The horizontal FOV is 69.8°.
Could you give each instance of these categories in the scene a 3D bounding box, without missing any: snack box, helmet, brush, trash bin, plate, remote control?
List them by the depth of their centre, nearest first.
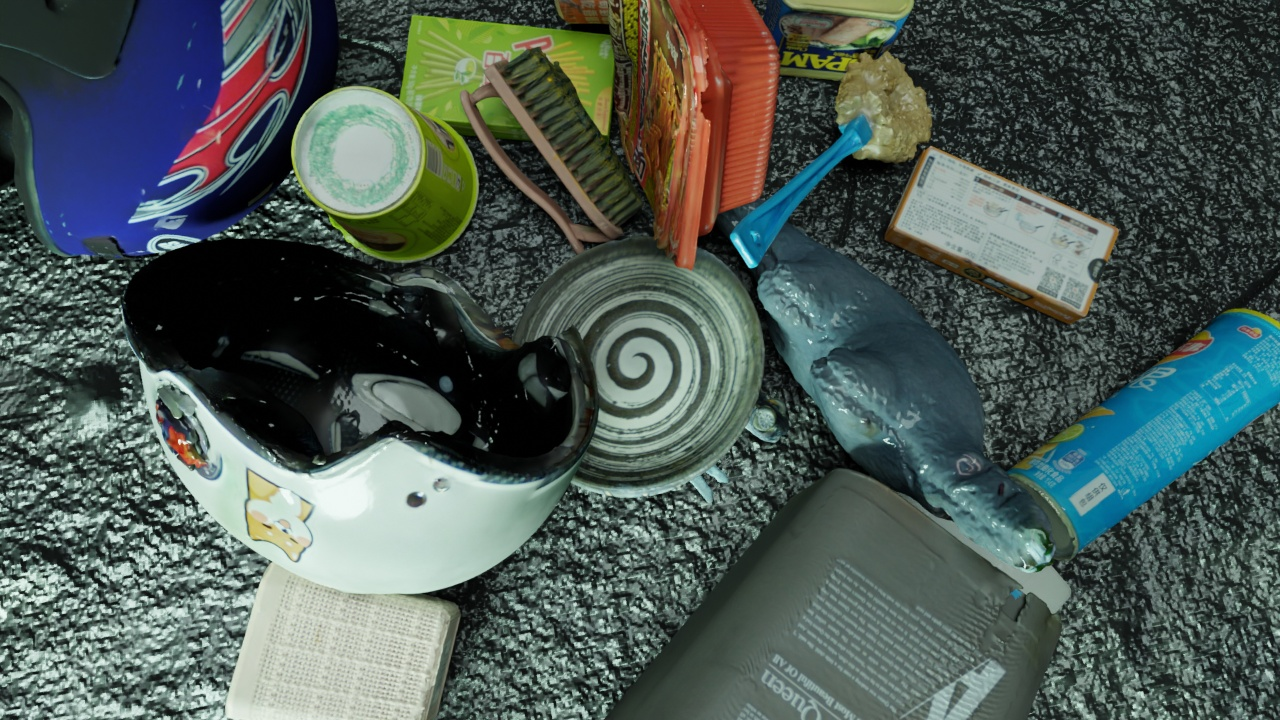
[{"bbox_3d":[0.101,0.200,0.524,0.199,0.199,0.219,37,72,6],"label":"trash bin"},{"bbox_3d":[-0.168,0.044,0.551,0.274,0.229,0.157,20,115,12],"label":"helmet"},{"bbox_3d":[-0.332,-0.182,0.569,0.240,0.247,0.315,37,86,-12],"label":"helmet"},{"bbox_3d":[-0.004,0.004,0.617,0.180,0.024,0.179,-5,73,16],"label":"plate"},{"bbox_3d":[0.130,-0.137,0.623,0.253,0.046,0.083,-45,108,-35],"label":"brush"},{"bbox_3d":[0.224,0.118,0.629,0.058,0.021,0.150,-37,81,-10],"label":"remote control"},{"bbox_3d":[-0.060,-0.144,0.645,0.073,0.063,0.145,-32,108,12],"label":"brush"},{"bbox_3d":[0.265,-0.093,0.678,0.154,0.026,0.075,25,78,4],"label":"snack box"},{"bbox_3d":[-0.098,-0.209,0.690,0.156,0.026,0.085,5,78,-1],"label":"snack box"}]

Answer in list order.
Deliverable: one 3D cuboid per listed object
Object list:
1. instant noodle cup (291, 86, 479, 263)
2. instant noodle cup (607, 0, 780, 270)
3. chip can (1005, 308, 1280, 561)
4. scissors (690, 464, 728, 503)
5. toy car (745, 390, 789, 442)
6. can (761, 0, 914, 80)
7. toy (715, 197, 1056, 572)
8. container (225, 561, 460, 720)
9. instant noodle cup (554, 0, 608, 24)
[{"bbox_3d":[-0.172,-0.126,0.606,0.111,0.123,0.111,0,91,-1],"label":"instant noodle cup"},{"bbox_3d":[0.032,-0.171,0.589,0.079,0.165,0.188,-9,51,-9],"label":"instant noodle cup"},{"bbox_3d":[0.347,0.049,0.626,0.210,0.071,0.071,-33,80,-8],"label":"chip can"},{"bbox_3d":[0.002,0.053,0.640,0.073,0.017,0.137,-37,85,-10],"label":"scissors"},{"bbox_3d":[0.064,0.024,0.635,0.090,0.042,0.034,40,105,10],"label":"toy car"},{"bbox_3d":[0.143,-0.256,0.681,0.102,0.083,0.057,5,76,-1],"label":"can"},{"bbox_3d":[0.144,0.000,0.585,0.091,0.138,0.356,-41,48,12],"label":"toy"},{"bbox_3d":[-0.176,0.179,0.565,0.111,0.090,0.090,12,77,-2],"label":"container"},{"bbox_3d":[-0.008,-0.312,0.662,0.111,0.151,0.151,-4,77,5],"label":"instant noodle cup"}]
